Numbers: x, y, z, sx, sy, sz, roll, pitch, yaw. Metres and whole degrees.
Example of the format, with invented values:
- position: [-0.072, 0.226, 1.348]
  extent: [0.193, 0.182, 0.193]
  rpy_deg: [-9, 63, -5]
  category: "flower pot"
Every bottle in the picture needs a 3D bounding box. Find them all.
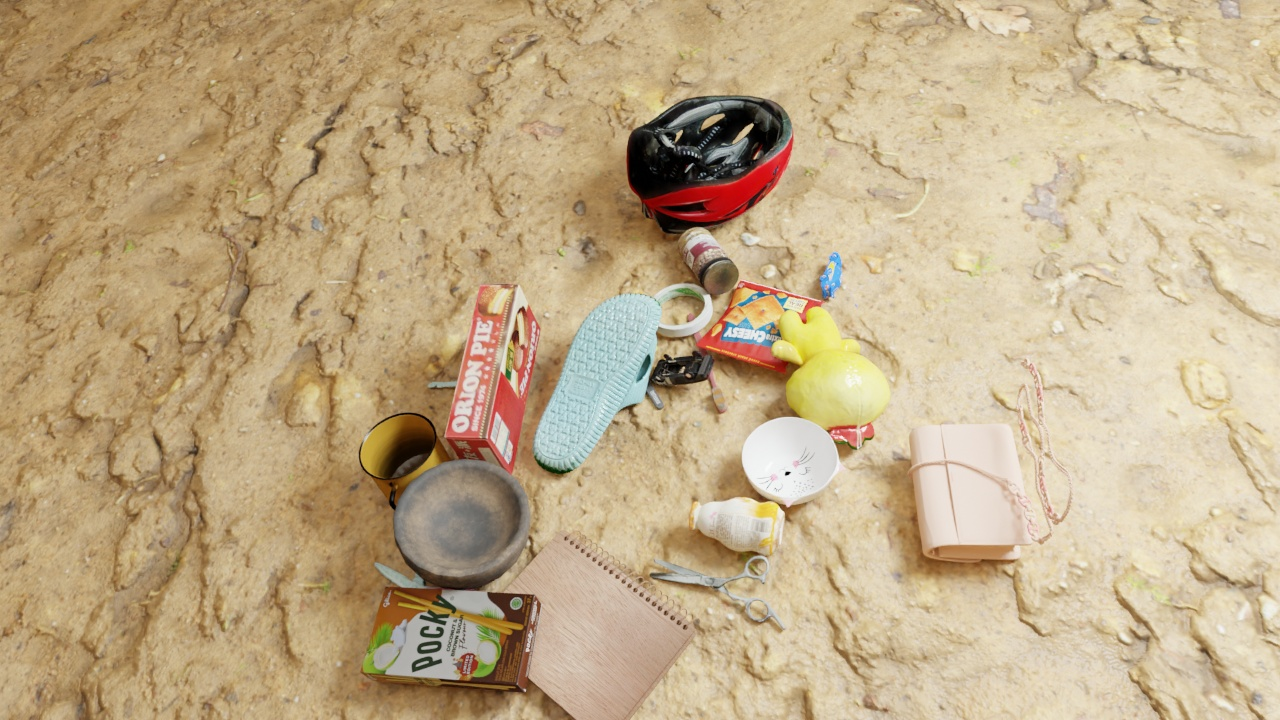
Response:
- position: [0.113, 0.191, 1.078]
  extent: [0.109, 0.063, 0.063]
  rpy_deg: [7, 54, 16]
  category: "bottle"
- position: [0.098, -0.147, 1.344]
  extent: [0.056, 0.056, 0.105]
  rpy_deg: [-22, 43, -7]
  category: "bottle"

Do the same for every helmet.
- position: [0.110, -0.305, 1.405]
  extent: [0.271, 0.167, 0.217]
  rpy_deg: [-32, 53, -14]
  category: "helmet"

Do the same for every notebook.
- position: [-0.062, 0.305, 1.051]
  extent: [0.210, 0.022, 0.168]
  rpy_deg: [30, 64, 30]
  category: "notebook"

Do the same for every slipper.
- position: [-0.056, 0.032, 1.239]
  extent: [0.116, 0.069, 0.275]
  rpy_deg: [19, 73, 25]
  category: "slipper"

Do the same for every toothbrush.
- position: [-0.008, 0.007, 1.282]
  extent: [0.013, 0.013, 0.167]
  rpy_deg: [-25, 54, -9]
  category: "toothbrush"
- position: [0.090, -0.003, 1.268]
  extent: [0.015, 0.016, 0.184]
  rpy_deg: [-17, 49, 1]
  category: "toothbrush"

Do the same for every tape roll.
- position: [0.057, -0.073, 1.322]
  extent: [0.094, 0.018, 0.093]
  rpy_deg: [-9, 47, 9]
  category: "tape roll"

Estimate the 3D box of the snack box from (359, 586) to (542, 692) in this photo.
- position: [-0.213, 0.315, 1.042]
  extent: [0.186, 0.032, 0.100]
  rpy_deg: [0, 55, 13]
  category: "snack box"

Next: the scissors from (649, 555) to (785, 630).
- position: [0.088, 0.267, 1.055]
  extent: [0.160, 0.014, 0.120]
  rpy_deg: [-18, 67, 13]
  category: "scissors"

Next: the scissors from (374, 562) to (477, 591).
- position: [-0.273, 0.295, 1.105]
  extent: [0.171, 0.013, 0.174]
  rpy_deg: [22, 59, 26]
  category: "scissors"

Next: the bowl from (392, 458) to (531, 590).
- position: [-0.214, 0.205, 1.112]
  extent: [0.162, 0.070, 0.162]
  rpy_deg: [2, 50, -3]
  category: "bowl"

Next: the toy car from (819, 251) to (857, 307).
- position: [0.289, -0.112, 1.298]
  extent: [0.062, 0.033, 0.091]
  rpy_deg: [10, 55, 27]
  category: "toy car"

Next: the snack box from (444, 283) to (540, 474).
- position: [-0.192, 0.024, 1.223]
  extent: [0.060, 0.113, 0.235]
  rpy_deg: [1, 60, 12]
  category: "snack box"

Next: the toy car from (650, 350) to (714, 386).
- position: [0.058, 0.014, 1.239]
  extent: [0.092, 0.037, 0.040]
  rpy_deg: [-6, 47, 40]
  category: "toy car"

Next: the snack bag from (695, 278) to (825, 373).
- position: [0.167, -0.049, 1.272]
  extent: [0.131, 0.039, 0.143]
  rpy_deg: [18, 54, 24]
  category: "snack bag"

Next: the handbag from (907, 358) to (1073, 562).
- position: [0.370, 0.109, 1.012]
  extent: [0.116, 0.187, 0.198]
  rpy_deg: [2, 57, 3]
  category: "handbag"

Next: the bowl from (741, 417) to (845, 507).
- position: [0.182, 0.130, 1.120]
  extent: [0.115, 0.051, 0.114]
  rpy_deg: [-6, 51, 7]
  category: "bowl"

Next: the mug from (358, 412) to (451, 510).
- position: [-0.297, 0.144, 1.176]
  extent: [0.100, 0.094, 0.123]
  rpy_deg: [-4, 50, 9]
  category: "mug"

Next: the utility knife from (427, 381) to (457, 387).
- position: [-0.233, 0.035, 1.303]
  extent: [0.149, 0.015, 0.022]
  rpy_deg: [-4, 58, 11]
  category: "utility knife"

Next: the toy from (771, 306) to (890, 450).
- position: [0.243, 0.013, 1.176]
  extent: [0.133, 0.092, 0.207]
  rpy_deg: [-10, 47, -14]
  category: "toy"
